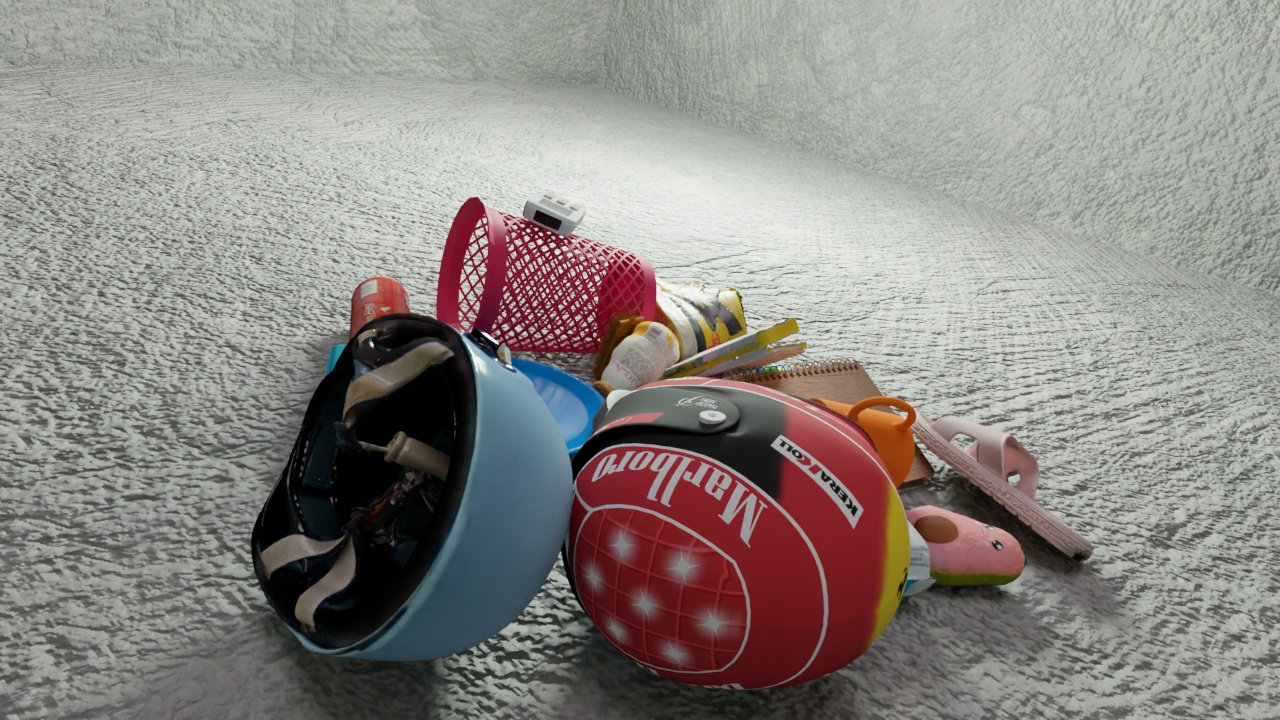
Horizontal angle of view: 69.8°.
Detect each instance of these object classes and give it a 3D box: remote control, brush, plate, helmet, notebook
[{"bbox_3d":[-0.099,-0.173,1.071,0.060,0.025,0.138,24,15,-4],"label":"remote control"},{"bbox_3d":[-0.021,-0.035,1.063,0.017,0.127,0.048,38,31,26],"label":"brush"},{"bbox_3d":[-0.141,0.052,0.940,0.224,0.024,0.224,9,23,-4],"label":"plate"},{"bbox_3d":[-0.137,0.090,0.614,0.166,0.225,0.266,27,-3,-32],"label":"helmet"},{"bbox_3d":[0.194,0.071,0.971,0.210,0.022,0.169,-6,54,-35],"label":"notebook"},{"bbox_3d":[0.051,0.120,0.657,0.271,0.198,0.224,15,21,30],"label":"helmet"}]

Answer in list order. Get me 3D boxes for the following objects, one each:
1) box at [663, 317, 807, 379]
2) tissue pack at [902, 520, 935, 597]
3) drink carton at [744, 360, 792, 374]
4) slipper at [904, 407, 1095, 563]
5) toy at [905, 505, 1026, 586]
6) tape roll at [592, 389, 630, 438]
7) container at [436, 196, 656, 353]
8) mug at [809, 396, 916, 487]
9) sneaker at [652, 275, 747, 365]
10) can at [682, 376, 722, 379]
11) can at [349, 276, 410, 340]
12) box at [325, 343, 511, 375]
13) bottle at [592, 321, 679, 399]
[{"bbox_3d":[0.099,0.002,1.016,0.065,0.044,0.210,-21,-1,-31],"label":"box"},{"bbox_3d":[0.183,0.154,0.810,0.092,0.062,0.144,5,25,-20],"label":"tissue pack"},{"bbox_3d":[0.174,0.027,1.128,0.044,0.039,0.129,-2,27,-29],"label":"drink carton"},{"bbox_3d":[0.379,0.113,0.956,0.094,0.064,0.239,29,12,-41],"label":"slipper"},{"bbox_3d":[0.291,0.171,0.833,0.110,0.051,0.090,11,24,-2],"label":"toy"},{"bbox_3d":[0.000,0.071,0.915,0.093,0.030,0.093,27,25,-14],"label":"tape roll"},{"bbox_3d":[-0.108,-0.083,1.104,0.225,0.183,0.183,8,22,-28],"label":"container"},{"bbox_3d":[0.209,0.072,0.877,0.096,0.113,0.077,12,47,-22],"label":"mug"},{"bbox_3d":[0.062,-0.070,1.223,0.122,0.086,0.238,-10,33,-17],"label":"sneaker"},{"bbox_3d":[0.082,0.050,0.998,0.104,0.064,0.064,2,25,-22],"label":"can"},{"bbox_3d":[-0.289,-0.037,1.023,0.067,0.067,0.170,3,24,-18],"label":"can"},{"bbox_3d":[-0.202,0.047,0.849,0.181,0.039,0.226,-6,32,-9],"label":"box"},{"bbox_3d":[-0.006,0.006,1.035,0.063,0.063,0.108,27,58,32],"label":"bottle"}]
